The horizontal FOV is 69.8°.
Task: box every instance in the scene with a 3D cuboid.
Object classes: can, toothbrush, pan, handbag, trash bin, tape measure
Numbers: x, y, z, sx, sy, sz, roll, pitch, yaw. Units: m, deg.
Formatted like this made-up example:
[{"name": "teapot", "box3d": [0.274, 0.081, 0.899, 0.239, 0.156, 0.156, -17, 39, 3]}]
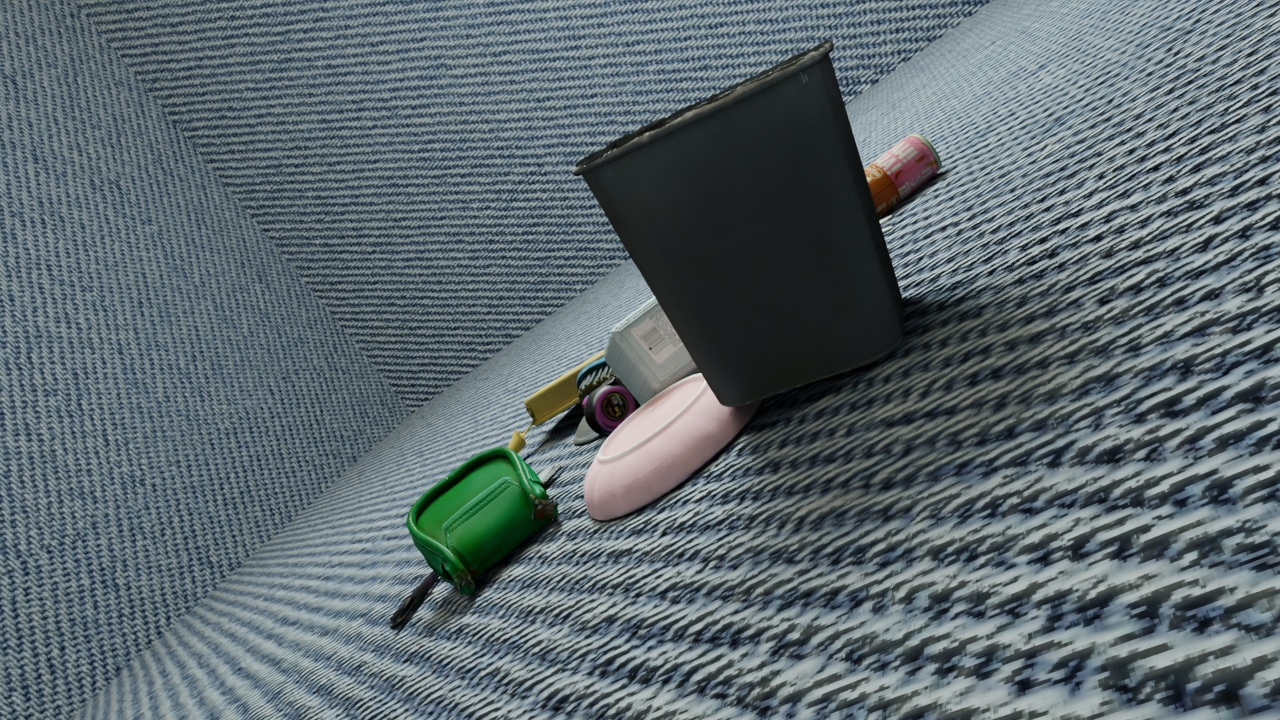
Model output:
[{"name": "can", "box3d": [0.278, -0.201, 1.079, 0.147, 0.058, 0.058, -38, 9, -1]}, {"name": "toothbrush", "box3d": [-0.218, 0.227, 0.967, 0.018, 0.015, 0.180, -40, 7, 26]}, {"name": "pan", "box3d": [-0.126, 0.080, 1.250, 0.357, 0.078, 0.198, -33, 2, -8]}, {"name": "handbag", "box3d": [-0.149, 0.151, 0.874, 0.131, 0.068, 0.120, -39, 30, -19]}, {"name": "trash bin", "box3d": [0.091, -0.103, 0.714, 0.199, 0.220, 0.198, -19, 16, 22]}, {"name": "tape measure", "box3d": [-0.032, 0.054, 0.988, 0.057, 0.057, 0.039, -51, 13, -19]}]

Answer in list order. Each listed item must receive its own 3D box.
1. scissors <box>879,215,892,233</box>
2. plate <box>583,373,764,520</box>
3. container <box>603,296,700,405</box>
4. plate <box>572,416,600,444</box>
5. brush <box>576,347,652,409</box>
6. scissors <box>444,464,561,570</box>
[{"name": "scissors", "box3d": [0.213, -0.128, 1.052, 0.173, 0.012, 0.132, -40, 26, 12]}, {"name": "plate", "box3d": [0.021, 0.062, 0.804, 0.192, 0.039, 0.192, -36, 9, 7]}, {"name": "container", "box3d": [0.021, -0.012, 0.923, 0.090, 0.090, 0.111, -37, -7, -10]}, {"name": "plate", "box3d": [-0.016, 0.037, 1.115, 0.179, 0.024, 0.179, -36, 10, 7]}, {"name": "brush", "box3d": [-0.006, 0.006, 1.032, 0.144, 0.055, 0.073, -21, 38, 19]}, {"name": "scissors", "box3d": [-0.132, 0.160, 0.974, 0.179, 0.019, 0.143, -41, 9, -29]}]
